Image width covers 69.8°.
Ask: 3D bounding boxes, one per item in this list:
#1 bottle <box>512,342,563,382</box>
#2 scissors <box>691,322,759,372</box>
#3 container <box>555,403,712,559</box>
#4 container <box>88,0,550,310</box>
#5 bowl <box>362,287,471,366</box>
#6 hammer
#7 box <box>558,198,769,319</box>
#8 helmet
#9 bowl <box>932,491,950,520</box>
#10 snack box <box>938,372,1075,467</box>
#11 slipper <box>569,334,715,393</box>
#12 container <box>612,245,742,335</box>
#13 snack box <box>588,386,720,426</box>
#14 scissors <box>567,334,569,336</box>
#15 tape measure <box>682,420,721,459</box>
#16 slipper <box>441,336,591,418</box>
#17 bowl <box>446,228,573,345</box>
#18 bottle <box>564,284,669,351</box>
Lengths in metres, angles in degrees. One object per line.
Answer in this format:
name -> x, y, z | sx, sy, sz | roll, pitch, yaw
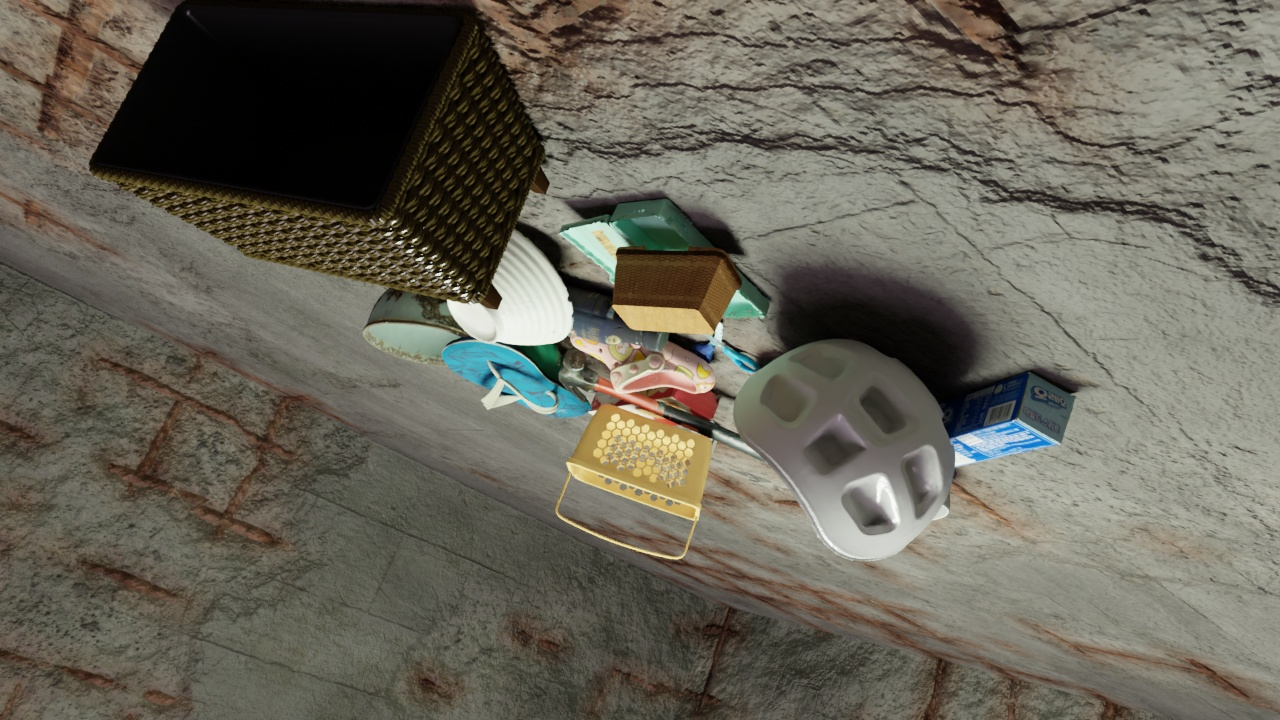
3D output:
bottle -> -0.150, -0.012, 1.272 | 0.068, 0.068, 0.210 | 17, 161, 15
scissors -> 0.080, -0.020, 1.074 | 0.104, 0.015, 0.133 | 8, 158, 40
container -> -0.005, 0.167, 1.232 | 0.183, 0.166, 0.129 | 18, 161, 7
container -> -0.252, -0.166, 0.788 | 0.321, 0.176, 0.205 | 13, 164, 26
bowl -> -0.275, -0.062, 1.207 | 0.160, 0.093, 0.160 | 6, 160, 2
hammer -> 0.047, 0.075, 1.227 | 0.333, 0.033, 0.133 | 23, 160, -2
box -> 0.026, -0.090, 0.907 | 0.136, 0.033, 0.186 | 4, 155, 43
helmet -> 0.210, 0.087, 0.925 | 0.224, 0.184, 0.282 | 59, 180, 19
bowl -> 0.340, 0.167, 1.215 | 0.132, 0.064, 0.132 | 6, 158, 2
snack box -> 0.349, 0.070, 0.955 | 0.059, 0.059, 0.227 | 27, 161, -7
slipper -> -0.007, 0.007, 1.133 | 0.197, 0.081, 0.093 | 24, 164, 3
container -> 0.029, -0.064, 0.851 | 0.114, 0.061, 0.063 | 5, 155, 29
snack box -> 0.013, 0.068, 1.354 | 0.076, 0.044, 0.274 | 31, 160, -22
scissors -> -0.113, -0.065, 1.149 | 0.070, 0.014, 0.131 | -11, 143, 7
tape measure -> 0.089, 0.114, 1.372 | 0.062, 0.060, 0.020 | 33, 159, -34
slipper -> -0.167, 0.044, 1.241 | 0.118, 0.060, 0.294 | -4, 158, 28
bowl -> -0.165, -0.069, 1.025 | 0.177, 0.070, 0.178 | 28, 146, 21
bottle -> -0.045, -0.049, 1.066 | 0.161, 0.056, 0.056 | 16, 161, 17
